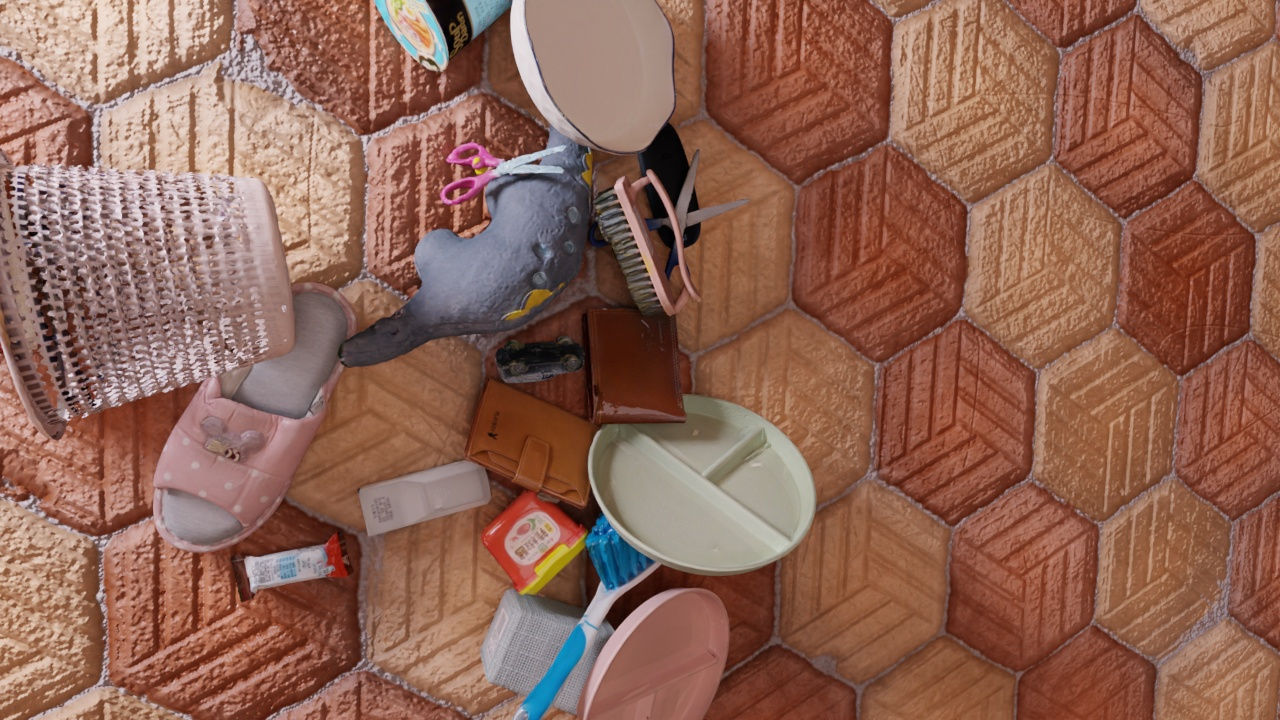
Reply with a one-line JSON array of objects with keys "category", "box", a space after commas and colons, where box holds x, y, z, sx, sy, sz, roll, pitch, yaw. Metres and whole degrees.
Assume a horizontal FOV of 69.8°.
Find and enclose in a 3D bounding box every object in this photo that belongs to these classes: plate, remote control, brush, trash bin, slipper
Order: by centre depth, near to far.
[{"category": "trash bin", "box": [-0.391, -0.065, 0.741, 0.191, 0.228, 0.227, -11, 98, -23]}, {"category": "slipper", "box": [-0.351, 0.053, 0.843, 0.114, 0.054, 0.274, 31, 83, -17]}, {"category": "plate", "box": [-0.044, -0.296, 0.873, 0.204, 0.046, 0.204, 7, 80, -48]}, {"category": "brush", "box": [-0.034, 0.218, 0.892, 0.313, 0.061, 0.109, -39, 127, -44]}, {"category": "remote control", "box": [-0.213, 0.134, 0.911, 0.124, 0.024, 0.049, -14, 98, -15]}, {"category": "brush", "box": [0.009, -0.112, 0.913, 0.073, 0.063, 0.146, -21, 106, 9]}, {"category": "plate", "box": [0.061, 0.120, 0.914, 0.230, 0.230, 0.028, -5, 133, -17]}, {"category": "plate", "box": [0.012, 0.337, 0.944, 0.228, 0.028, 0.230, -23, 123, -41]}, {"category": "remote control", "box": [0.031, -0.184, 0.959, 0.053, 0.024, 0.136, -18, 100, -13]}]

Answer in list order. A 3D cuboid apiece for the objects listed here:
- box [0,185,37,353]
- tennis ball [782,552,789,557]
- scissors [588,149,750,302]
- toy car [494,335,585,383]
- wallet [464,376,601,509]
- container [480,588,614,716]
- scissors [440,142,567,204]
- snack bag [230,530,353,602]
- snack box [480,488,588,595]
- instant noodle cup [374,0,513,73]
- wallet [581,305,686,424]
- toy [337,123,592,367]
[{"category": "box", "box": [-0.553, -0.084, 0.743, 0.076, 0.091, 0.168, -12, 99, -39]}, {"category": "tennis ball", "box": [0.140, 0.186, 1.005, 0.065, 0.065, 0.065, -2, 95, -18]}, {"category": "scissors", "box": [0.031, -0.132, 0.951, 0.176, 0.012, 0.162, -8, 109, -3]}, {"category": "toy car", "box": [-0.101, 0.001, 0.926, 0.090, 0.043, 0.034, -7, 124, -14]}, {"category": "wallet", "box": [-0.105, 0.082, 0.910, 0.131, 0.031, 0.107, 26, 44, -17]}, {"category": "container", "box": [-0.096, 0.293, 0.930, 0.111, 0.090, 0.090, 23, 88, -15]}, {"category": "scissors", "box": [-0.131, -0.174, 0.863, 0.093, 0.137, 0.017, -68, 153, -25]}, {"category": "snack bag", "box": [-0.332, 0.196, 0.878, 0.104, 0.026, 0.048, -13, 92, -15]}, {"category": "snack box", "box": [-0.109, 0.178, 0.923, 0.091, 0.082, 0.080, -43, 92, -11]}, {"category": "instant noodle cup", "box": [-0.169, -0.345, 0.846, 0.120, 0.111, 0.111, -42, 105, -19]}, {"category": "wallet", "box": [-0.006, 0.006, 0.945, 0.101, 0.032, 0.124, -1, 76, -18]}, {"category": "toy", "box": [-0.133, -0.104, 0.880, 0.138, 0.091, 0.355, 41, 77, 1]}]
